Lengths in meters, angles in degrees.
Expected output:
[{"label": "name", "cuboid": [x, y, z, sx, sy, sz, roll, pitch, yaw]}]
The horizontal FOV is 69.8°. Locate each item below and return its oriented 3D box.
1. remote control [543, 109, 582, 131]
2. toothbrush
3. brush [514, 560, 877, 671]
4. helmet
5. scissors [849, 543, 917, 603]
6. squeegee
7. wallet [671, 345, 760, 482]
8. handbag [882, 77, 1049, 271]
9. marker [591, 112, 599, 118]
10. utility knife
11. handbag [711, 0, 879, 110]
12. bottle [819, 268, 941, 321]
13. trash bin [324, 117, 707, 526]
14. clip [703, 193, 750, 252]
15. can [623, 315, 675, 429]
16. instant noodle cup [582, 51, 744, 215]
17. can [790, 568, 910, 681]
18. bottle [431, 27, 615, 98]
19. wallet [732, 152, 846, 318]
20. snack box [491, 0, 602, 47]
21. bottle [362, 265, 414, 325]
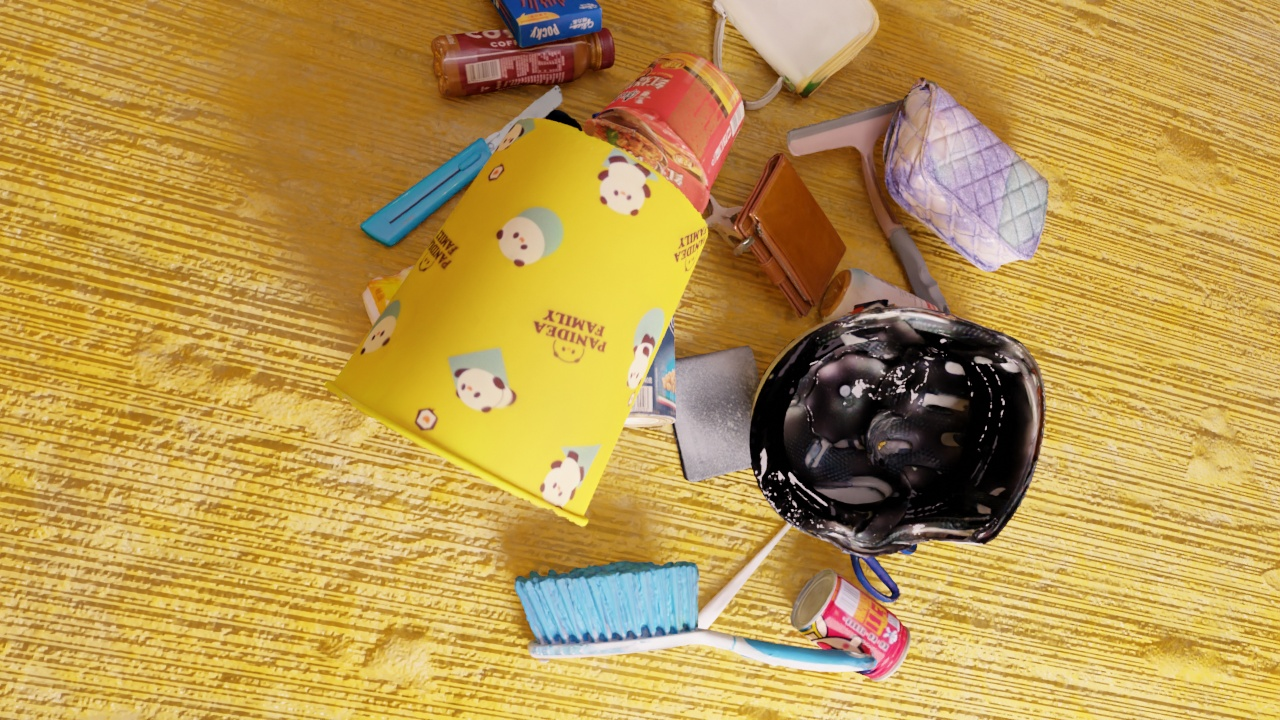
[{"label": "remote control", "cuboid": [-0.104, -0.194, 0.895, 0.053, 0.024, 0.136, 34, 71, -3]}, {"label": "toothbrush", "cuboid": [0.103, 0.199, 0.868, 0.179, 0.016, 0.016, -43, 89, -19]}, {"label": "brush", "cuboid": [0.050, 0.229, 0.808, 0.314, 0.060, 0.109, -4, 85, -4]}, {"label": "helmet", "cuboid": [0.222, 0.052, 0.854, 0.274, 0.157, 0.230, 0, 101, -5]}, {"label": "scissors", "cuboid": [0.204, 0.159, 0.890, 0.164, 0.012, 0.162, 1, 53, -33]}, {"label": "squeegee", "cuboid": [0.273, -0.146, 0.978, 0.247, 0.040, 0.249, -23, 90, -36]}, {"label": "wallet", "cuboid": [0.075, 0.051, 0.894, 0.097, 0.019, 0.120, -11, 82, -15]}, {"label": "handbag", "cuboid": [0.340, -0.189, 0.964, 0.194, 0.076, 0.134, 31, 64, -25]}, {"label": "marker", "cuboid": [0.016, -0.272, 0.949, 0.145, 0.017, 0.017, -27, 86, -19]}, {"label": "utility knife", "cuboid": [-0.163, -0.188, 0.873, 0.237, 0.018, 0.034, -42, 89, -15]}, {"label": "handbag", "cuboid": [0.141, -0.356, 0.987, 0.178, 0.063, 0.163, -42, 91, -4]}, {"label": "bottle", "cuboid": [0.278, -0.029, 0.937, 0.189, 0.068, 0.068, 25, 73, -9]}, {"label": "trash bin", "cuboid": [-0.085, -0.035, 0.735, 0.229, 0.230, 0.255, 29, 82, -7]}, {"label": "clip", "cuboid": [0.085, -0.143, 0.933, 0.100, 0.035, 0.071, 19, 74, -1]}, {"label": "can", "cuboid": [-0.005, 0.005, 0.851, 0.075, 0.075, 0.111, 3, 78, -14]}, {"label": "instant noodle cup", "cuboid": [0.030, -0.218, 0.884, 0.138, 0.138, 0.108, 36, 65, -5]}, {"label": "can", "cuboid": [0.196, 0.247, 0.855, 0.094, 0.067, 0.066, 36, 71, -5]}, {"label": "bottle", "cuboid": [-0.112, -0.296, 0.898, 0.174, 0.058, 0.057, -13, 81, -17]}, {"label": "wallet", "cuboid": [0.149, -0.119, 0.908, 0.130, 0.035, 0.118, 49, 59, -29]}, {"label": "snack box", "cuboid": [-0.106, -0.368, 0.898, 0.084, 0.026, 0.157, -18, 56, -18]}, {"label": "bottle", "cuboid": [-0.189, -0.056, 0.821, 0.108, 0.063, 0.063, -21, 84, -18]}]
